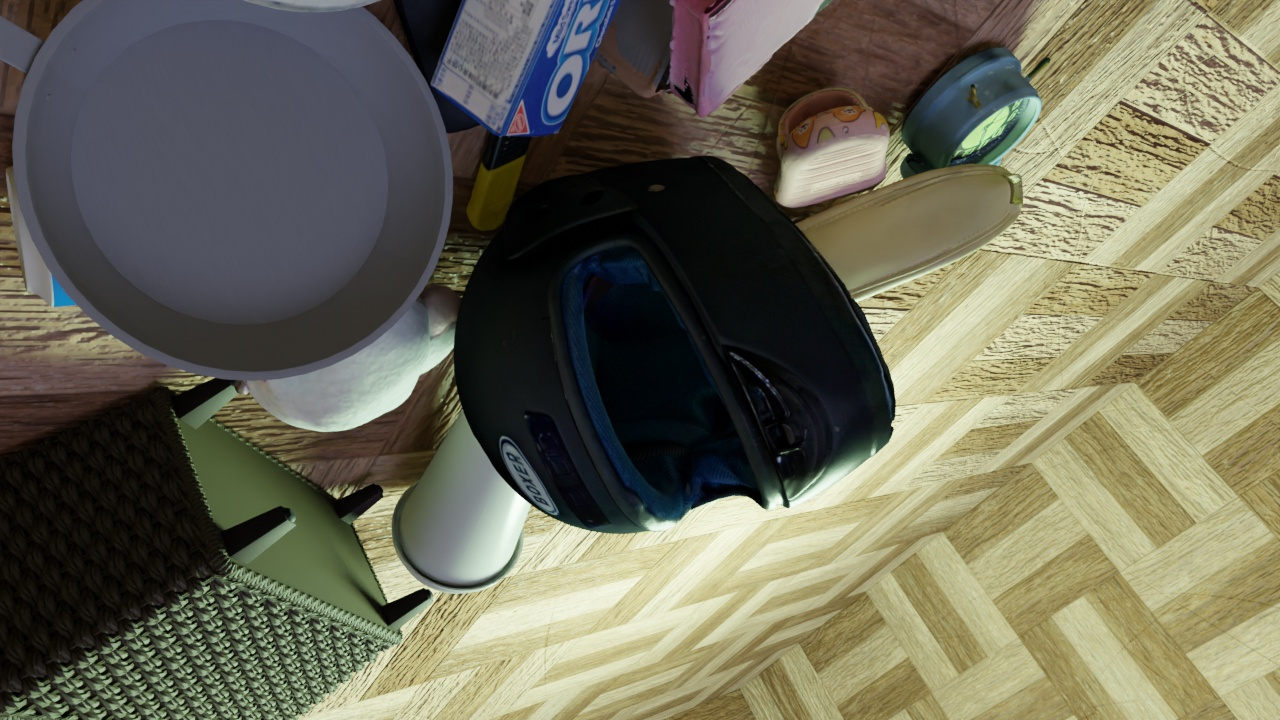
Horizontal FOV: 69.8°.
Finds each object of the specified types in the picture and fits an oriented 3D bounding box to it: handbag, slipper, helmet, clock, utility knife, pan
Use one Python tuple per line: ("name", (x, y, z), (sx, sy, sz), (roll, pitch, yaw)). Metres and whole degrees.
("handbag", (0.210, -0.107, 0.831), (0.190, 0.088, 0.233), (-22, 179, -41))
("slipper", (0.143, -0.175, 0.724), (0.093, 0.081, 0.197), (-14, 177, 10))
("helmet", (-0.004, 0.004, 0.623), (0.236, 0.316, 0.249), (-27, 120, -2))
("clock", (0.296, -0.209, 0.837), (0.118, 0.060, 0.162), (-24, 156, -17))
("utility knife", (-0.076, -0.165, 0.584), (0.028, 0.020, 0.214), (-12, 148, -34))
("pan", (-0.244, -0.121, 0.407), (0.356, 0.051, 0.200), (29, 82, -37))

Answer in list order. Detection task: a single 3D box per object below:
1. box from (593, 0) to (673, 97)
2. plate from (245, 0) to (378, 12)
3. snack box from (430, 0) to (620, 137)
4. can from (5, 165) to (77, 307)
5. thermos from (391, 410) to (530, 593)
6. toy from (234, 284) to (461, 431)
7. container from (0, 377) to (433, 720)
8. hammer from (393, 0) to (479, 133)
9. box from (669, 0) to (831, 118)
("box", (0.033, -0.248, 0.488), (0.062, 0.081, 0.217), (-27, 157, -44))
("plate", (-0.138, -0.215, 0.380), (0.157, 0.014, 0.157), (-18, 152, -10))
("snack box", (-0.029, -0.221, 0.450), (0.227, 0.059, 0.059), (-59, 165, 27))
("can", (-0.251, -0.075, 0.496), (0.145, 0.079, 0.079), (-10, 146, -35))
("thermos", (-0.149, 0.117, 0.852), (0.131, 0.131, 0.222), (-10, 147, -34))
("toy", (-0.190, -0.010, 0.655), (0.139, 0.101, 0.179), (-35, 172, 34))
("container", (-0.324, 0.165, 0.726), (0.205, 0.176, 0.321), (-32, 153, -6))
("hammer", (-0.108, -0.230, 0.433), (0.139, 0.035, 0.313), (-24, 152, -10))
("box", (0.103, -0.233, 0.493), (0.232, 0.037, 0.098), (-45, 169, -13))
